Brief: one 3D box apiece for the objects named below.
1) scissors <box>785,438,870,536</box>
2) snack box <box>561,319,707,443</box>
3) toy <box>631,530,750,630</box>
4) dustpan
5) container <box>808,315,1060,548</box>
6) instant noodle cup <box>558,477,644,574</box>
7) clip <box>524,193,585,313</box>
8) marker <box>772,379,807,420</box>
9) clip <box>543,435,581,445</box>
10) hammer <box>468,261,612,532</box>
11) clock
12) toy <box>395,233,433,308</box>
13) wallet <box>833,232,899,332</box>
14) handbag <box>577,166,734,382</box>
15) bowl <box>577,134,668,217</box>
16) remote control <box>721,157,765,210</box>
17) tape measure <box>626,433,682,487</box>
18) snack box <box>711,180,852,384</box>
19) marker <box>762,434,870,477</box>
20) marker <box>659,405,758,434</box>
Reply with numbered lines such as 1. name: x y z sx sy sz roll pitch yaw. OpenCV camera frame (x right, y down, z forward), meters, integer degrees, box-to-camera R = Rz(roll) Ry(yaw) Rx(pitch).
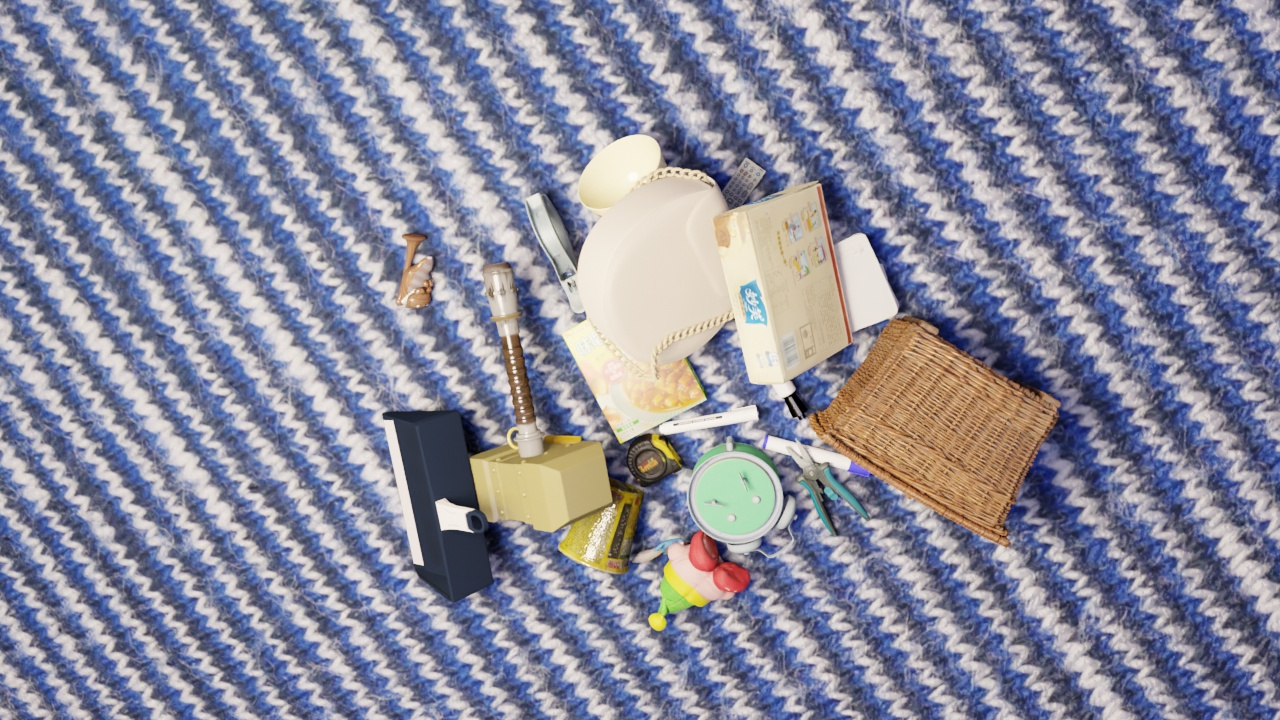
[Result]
1. scissors: 0.243 0.169 1.199 0.149 0.019 0.122 19 115 7
2. snack box: -0.007 0.007 1.211 0.132 0.027 0.168 -27 94 10
3. toy: 0.059 0.293 1.220 0.124 0.096 0.132 42 129 -9
4. dustpan: -0.262 0.188 1.182 0.274 0.080 0.236 -3 100 40
5. container: 0.358 0.070 1.108 0.250 0.162 0.183 30 98 1
6. instant noodle cup: -0.046 0.216 1.221 0.102 0.102 0.108 20 92 4
7. clip: -0.099 -0.139 1.193 0.028 0.108 0.163 -23 91 11
8. marker: 0.179 0.022 1.189 0.025 0.025 0.126 -30 94 11
9. clip: -0.106 0.125 1.251 0.053 0.035 0.046 1 81 6
10. hammer: -0.151 0.038 1.160 0.191 0.100 0.325 -2 101 46
11. clock: 0.136 0.187 1.196 0.122 0.075 0.161 -39 93 12
12. toy: -0.300 -0.113 1.227 0.055 0.041 0.102 27 111 25
13. wallet: 0.268 -0.097 1.158 0.086 0.032 0.116 -19 98 21
14. handbag: 0.035 -0.102 1.094 0.208 0.103 0.211 -42 134 -9
15. bowl: -0.009 -0.212 1.148 0.118 0.118 0.074 -33 135 11
16. remote control: 0.107 -0.193 1.170 0.033 0.013 0.137 36 102 1
17. tape measure: 0.012 0.130 1.224 0.067 0.038 0.062 -31 102 14
18. snack box: 0.173 -0.094 1.097 0.055 0.152 0.207 0 110 47
19. marker: 0.231 0.125 1.201 0.141 0.020 0.020 14 100 5
20. marker: 0.090 0.079 1.215 0.134 0.017 0.020 -10 61 9
